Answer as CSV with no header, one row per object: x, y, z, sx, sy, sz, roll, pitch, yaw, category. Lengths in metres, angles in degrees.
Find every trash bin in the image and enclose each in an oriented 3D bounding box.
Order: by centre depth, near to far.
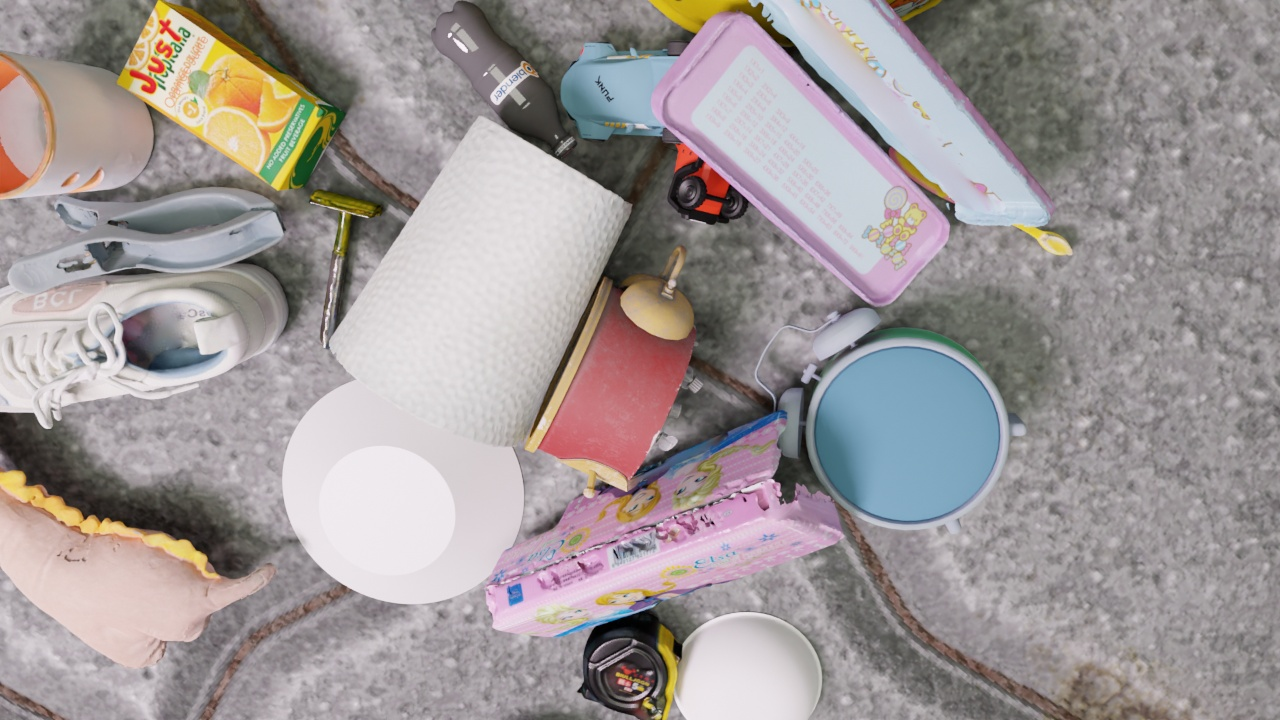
-0.090,-0.051,0.556,0.133,0.133,0.161,30,97,-4,trash bin

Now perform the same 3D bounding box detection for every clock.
-0.003,0.003,0.570,0.081,0.117,0.159,25,97,-7,clock
0.152,0.032,0.592,0.161,0.075,0.122,30,104,8,clock

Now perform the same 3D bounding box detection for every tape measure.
-0.006,0.217,0.655,0.071,0.042,0.072,18,108,4,tape measure

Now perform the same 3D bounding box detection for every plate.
-0.170,0.098,0.637,0.174,0.036,0.174,1,103,3,plate

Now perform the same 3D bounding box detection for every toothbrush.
0.217,-0.101,0.582,0.135,0.016,0.021,29,107,-4,toothbrush

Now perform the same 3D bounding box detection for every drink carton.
-0.259,-0.167,0.578,0.122,0.041,0.058,34,102,-5,drink carton

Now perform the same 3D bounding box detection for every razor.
-0.202,-0.058,0.612,0.042,0.026,0.106,14,107,-3,razor

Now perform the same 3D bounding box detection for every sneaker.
-0.358,-0.010,0.591,0.242,0.090,0.089,-10,108,5,sneaker

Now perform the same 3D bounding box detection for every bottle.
-0.082,-0.171,0.570,0.036,0.036,0.110,-41,98,11,bottle

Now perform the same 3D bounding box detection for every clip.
-0.312,-0.087,0.593,0.162,0.090,0.027,-11,133,-6,clip

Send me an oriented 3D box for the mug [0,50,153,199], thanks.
-0.362,-0.141,0.556,0.082,0.105,0.082,1,103,3,mug

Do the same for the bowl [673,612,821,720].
0.077,0.240,0.656,0.110,0.040,0.110,1,103,3,bowl

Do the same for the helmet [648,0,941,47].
0.091,-0.276,0.485,0.240,0.139,0.209,-18,102,7,helmet

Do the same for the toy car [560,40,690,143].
-0.006,-0.160,0.546,0.108,0.027,0.060,12,106,35,toy car

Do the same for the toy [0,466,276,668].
-0.397,0.100,0.624,0.196,0.065,0.264,-31,106,15,toy

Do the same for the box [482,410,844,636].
0.005,0.105,0.596,0.231,0.084,0.090,-26,59,26,box

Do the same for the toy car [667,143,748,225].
0.046,-0.135,0.564,0.049,0.051,0.100,31,109,40,toy car

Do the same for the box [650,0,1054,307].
0.123,-0.123,0.520,0.214,0.062,0.140,35,137,-30,box
